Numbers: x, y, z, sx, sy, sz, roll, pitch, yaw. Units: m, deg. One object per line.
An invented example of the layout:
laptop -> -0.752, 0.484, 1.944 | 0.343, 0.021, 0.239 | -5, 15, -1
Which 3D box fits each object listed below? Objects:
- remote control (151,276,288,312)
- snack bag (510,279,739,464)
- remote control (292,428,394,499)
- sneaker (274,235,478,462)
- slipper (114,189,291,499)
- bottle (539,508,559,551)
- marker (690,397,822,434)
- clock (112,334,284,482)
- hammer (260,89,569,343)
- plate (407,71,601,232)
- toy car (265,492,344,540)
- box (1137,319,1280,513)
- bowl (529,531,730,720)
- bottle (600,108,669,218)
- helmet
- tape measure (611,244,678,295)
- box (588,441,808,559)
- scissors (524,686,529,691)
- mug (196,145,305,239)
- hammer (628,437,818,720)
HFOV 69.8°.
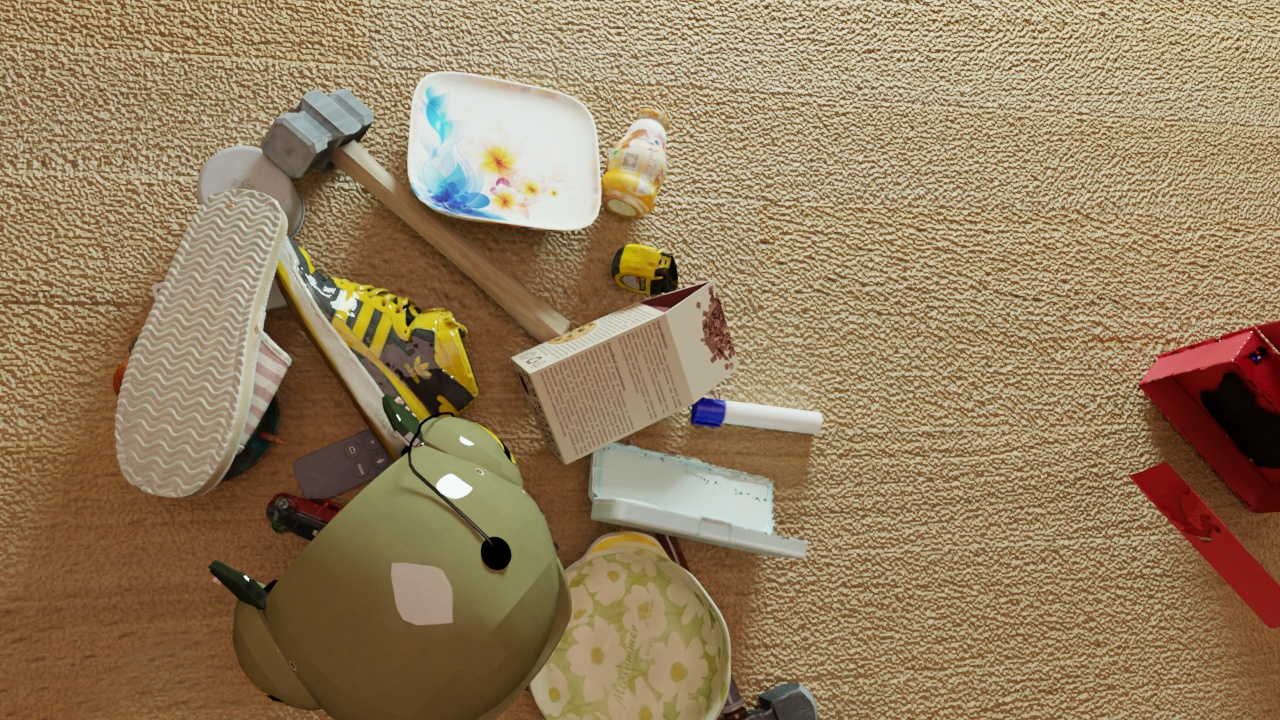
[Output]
remote control -> -0.378, -0.063, 0.856 | 0.135, 0.011, 0.050 | -17, 84, -15
snack bag -> -0.005, 0.005, 0.878 | 0.206, 0.070, 0.094 | -25, 110, -15
remote control -> -0.248, 0.085, 0.859 | 0.146, 0.008, 0.045 | -24, 86, -15
sneaker -> -0.237, -0.035, 0.838 | 0.122, 0.086, 0.238 | -33, 90, -21
slipper -> -0.349, -0.015, 0.760 | 0.115, 0.052, 0.262 | 7, 74, 6
bottle -> -0.122, 0.144, 0.857 | 0.112, 0.047, 0.047 | 43, 74, -2
marker -> 0.119, 0.058, 0.938 | 0.133, 0.023, 0.027 | 8, 100, -11
clock -> -0.392, 0.033, 0.806 | 0.121, 0.073, 0.157 | -27, 71, -21
hammer -> -0.198, -0.127, 0.873 | 0.323, 0.051, 0.117 | 41, 30, -10
plate -> -0.132, -0.203, 0.901 | 0.186, 0.016, 0.186 | 6, 58, -17
toy car -> -0.289, 0.145, 0.822 | 0.091, 0.042, 0.036 | 22, 47, -14
box -> 0.678, 0.064, 0.881 | 0.124, 0.378, 0.211 | -42, 92, 0
bowl -> -0.005, 0.266, 0.830 | 0.189, 0.060, 0.219 | -3, 78, 19
bottle -> -0.002, -0.202, 0.937 | 0.063, 0.063, 0.109 | 22, 76, -8
helmet -> -0.175, 0.177, 0.719 | 0.233, 0.256, 0.250 | 42, 74, 2
tape measure -> 0.004, -0.093, 0.917 | 0.064, 0.065, 0.037 | 12, 76, 12
box -> 0.052, 0.132, 0.859 | 0.197, 0.078, 0.122 | 15, 43, -20
scissors -> -0.161, 0.240, 0.848 | 0.170, 0.013, 0.157 | 31, 75, -5
mug -> -0.352, -0.161, 0.850 | 0.084, 0.071, 0.113 | 31, 77, -6
hammer -> 0.048, 0.228, 0.885 | 0.156, 0.043, 0.322 | -19, 82, -15
